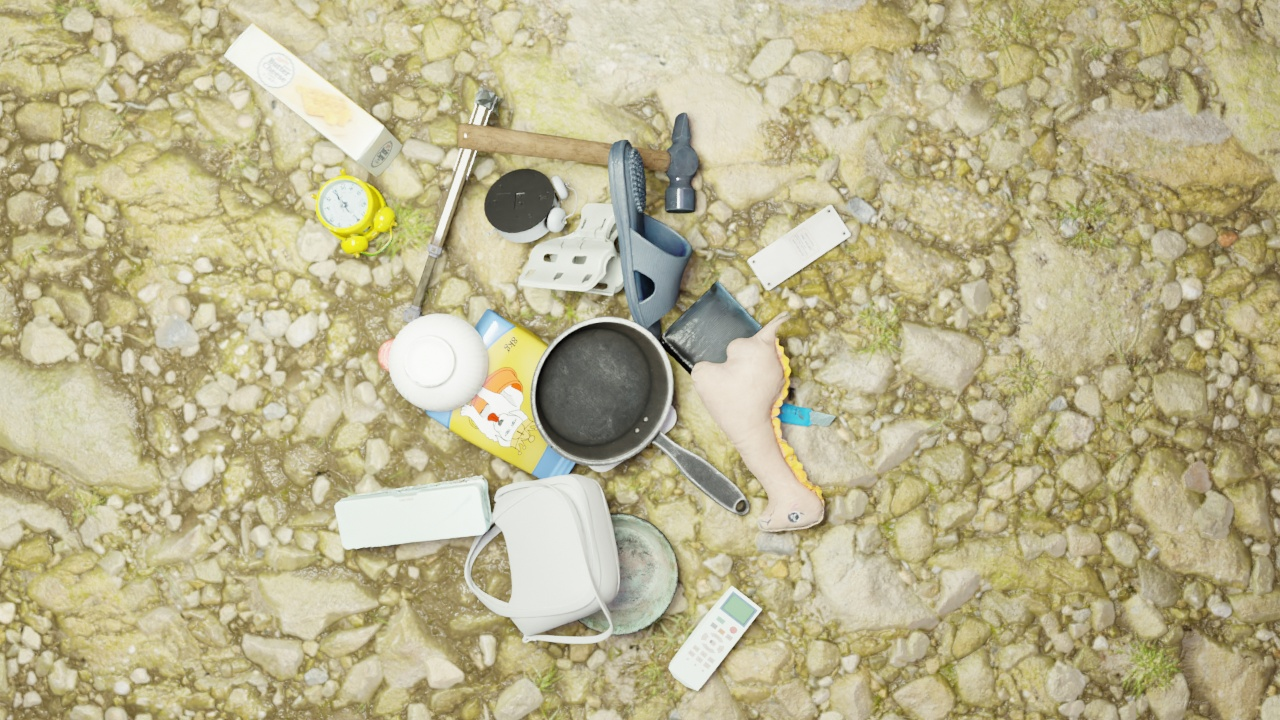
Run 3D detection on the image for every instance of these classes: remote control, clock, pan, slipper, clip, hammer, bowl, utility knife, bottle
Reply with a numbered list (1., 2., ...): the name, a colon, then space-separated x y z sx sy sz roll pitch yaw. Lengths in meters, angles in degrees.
1. remote control: 0.212 -0.150 1.226 0.136 0.011 0.050 -34 91 -2
2. clock: -0.366 -0.186 1.185 0.083 0.057 0.118 -41 85 -2
3. pan: 0.011 0.089 1.170 0.357 0.055 0.187 41 83 -24
4. remote control: 0.096 0.367 1.215 0.049 0.024 0.143 38 91 -1
5. slipper: 0.019 -0.143 1.132 0.083 0.101 0.264 -3 118 14
6. clip: -0.069 -0.129 1.179 0.126 0.097 0.152 10 47 34
7. hammer: -0.071 -0.262 1.142 0.321 0.040 0.129 1 91 -28
8. bowl: -0.242 0.002 1.075 0.118 0.062 0.118 0 88 0
9. remote control: -0.013 0.101 1.218 0.136 0.013 0.043 -33 91 -2
10. utility knife: 0.172 0.064 1.224 0.178 0.015 0.031 11 94 -3
11. hammer: -0.245 -0.192 1.169 0.028 0.147 0.317 20 100 -6
12. bottle: -0.298 -0.003 1.162 0.044 0.109 0.044 0 86 0
13. bowl: -0.030 0.277 1.204 0.157 0.038 0.157 0 90 -2
14. clock: -0.141 -0.199 1.184 0.123 0.035 0.094 -3 68 12

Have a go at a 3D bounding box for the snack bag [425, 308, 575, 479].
1. snack bag: -0.149 0.052 1.179 0.205 0.102 0.159 33 89 -16

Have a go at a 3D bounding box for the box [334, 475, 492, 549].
1. box: -0.289 0.199 1.175 0.199 0.066 0.083 -10 73 9

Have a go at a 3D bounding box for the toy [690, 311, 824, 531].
1. toy: 0.179 0.089 1.185 0.196 0.065 0.264 -36 94 8

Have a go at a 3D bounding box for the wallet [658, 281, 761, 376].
1. wallet: 0.092 -0.036 1.215 0.089 0.026 0.115 45 88 0

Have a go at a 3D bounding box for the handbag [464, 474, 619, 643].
1. handbag: -0.138 0.257 1.150 0.223 0.095 0.215 -23 69 26

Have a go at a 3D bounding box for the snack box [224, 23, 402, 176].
1. snack box: -0.409 -0.326 1.161 0.208 0.104 0.057 38 89 -1
